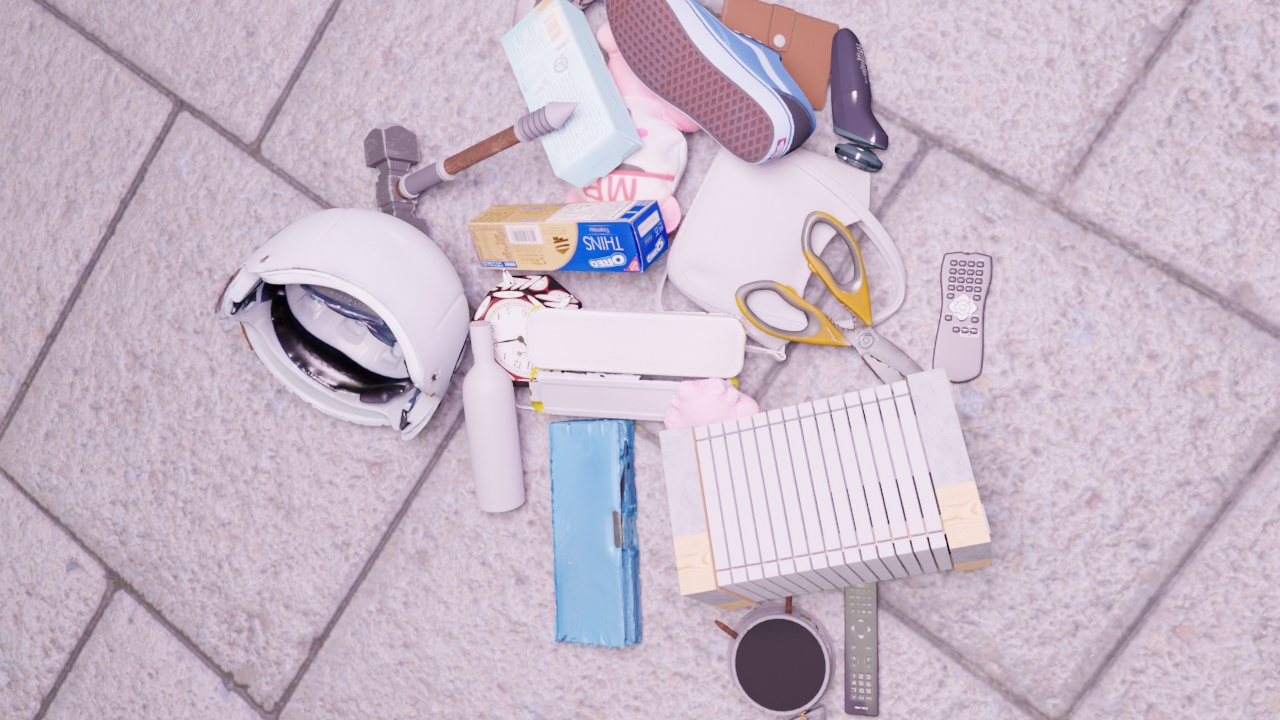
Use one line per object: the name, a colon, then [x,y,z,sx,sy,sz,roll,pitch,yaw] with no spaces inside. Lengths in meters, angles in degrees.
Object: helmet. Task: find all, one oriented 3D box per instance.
helmet: [-0.284,-0.050,0.940,0.236,0.265,0.163,35,54,-10]

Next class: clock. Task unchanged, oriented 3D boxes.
clock: [0.140,0.300,0.876,0.104,0.056,0.147,-26,77,5]
clock: [-0.113,-0.017,0.956,0.115,0.064,0.155,22,123,15]

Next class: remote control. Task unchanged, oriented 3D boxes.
remote control: [0.303,-0.040,0.864,0.046,0.009,0.124,6,90,16]
remote control: [0.211,0.268,0.878,0.032,0.015,0.136,-1,86,16]

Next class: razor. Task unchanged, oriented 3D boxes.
razor: [0.207,-0.251,0.884,0.052,0.047,0.143,-10,82,40]

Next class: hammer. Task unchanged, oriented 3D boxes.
hammer: [-0.172,-0.203,0.917,0.323,0.043,0.156,-11,85,43]

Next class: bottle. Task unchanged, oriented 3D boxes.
bottle: [-0.152,0.056,0.936,0.052,0.052,0.195,2,110,16]

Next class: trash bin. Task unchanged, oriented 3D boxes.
trash bin: [0.164,0.122,0.809,0.247,0.142,0.142,-14,67,16]

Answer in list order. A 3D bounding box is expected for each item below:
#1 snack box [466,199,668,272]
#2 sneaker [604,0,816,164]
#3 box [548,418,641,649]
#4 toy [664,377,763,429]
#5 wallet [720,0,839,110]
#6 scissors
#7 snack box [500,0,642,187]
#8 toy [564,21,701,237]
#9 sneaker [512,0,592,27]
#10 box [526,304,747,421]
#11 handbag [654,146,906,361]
snack box: [-0.074,-0.123,0.913,0.207,0.056,0.057,5,124,33]
sneaker: [0.067,-0.276,0.845,0.241,0.098,0.084,49,137,15]
box: [-0.050,0.175,0.939,0.093,0.048,0.231,-2,88,17]
toy: [0.068,0.048,0.862,0.102,0.093,0.050,-8,53,11]
wallet: [0.131,-0.300,0.890,0.121,0.013,0.087,10,91,-16]
scissors: [0.188,-0.024,0.857,0.162,0.016,0.225,-33,99,4]
snack box: [-0.068,-0.259,0.880,0.075,0.053,0.174,-32,68,26]
toy: [-0.001,-0.230,0.920,0.142,0.084,0.213,12,90,17]
sneaker: [-0.027,-0.386,0.932,0.235,0.095,0.120,-46,77,3]
box: [-0.005,0.007,0.889,0.210,0.038,0.130,3,124,2]
handbag: [0.145,-0.094,0.891,0.222,0.095,0.216,27,97,3]
